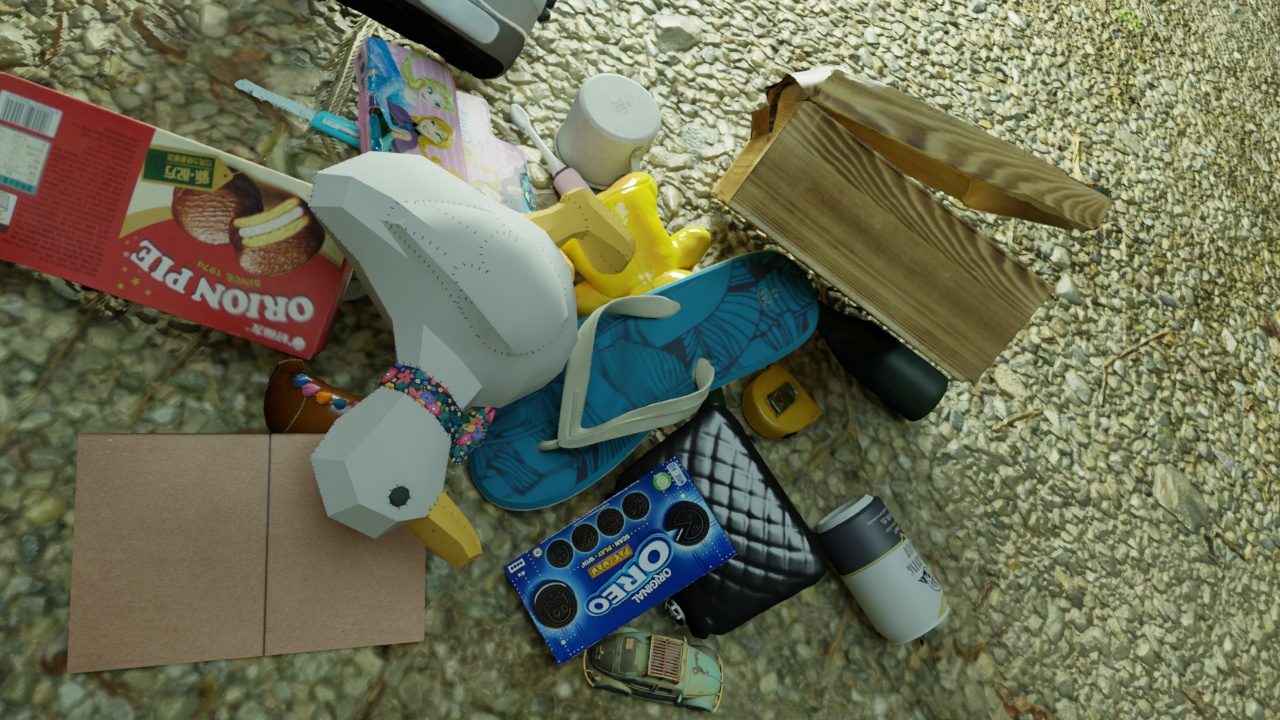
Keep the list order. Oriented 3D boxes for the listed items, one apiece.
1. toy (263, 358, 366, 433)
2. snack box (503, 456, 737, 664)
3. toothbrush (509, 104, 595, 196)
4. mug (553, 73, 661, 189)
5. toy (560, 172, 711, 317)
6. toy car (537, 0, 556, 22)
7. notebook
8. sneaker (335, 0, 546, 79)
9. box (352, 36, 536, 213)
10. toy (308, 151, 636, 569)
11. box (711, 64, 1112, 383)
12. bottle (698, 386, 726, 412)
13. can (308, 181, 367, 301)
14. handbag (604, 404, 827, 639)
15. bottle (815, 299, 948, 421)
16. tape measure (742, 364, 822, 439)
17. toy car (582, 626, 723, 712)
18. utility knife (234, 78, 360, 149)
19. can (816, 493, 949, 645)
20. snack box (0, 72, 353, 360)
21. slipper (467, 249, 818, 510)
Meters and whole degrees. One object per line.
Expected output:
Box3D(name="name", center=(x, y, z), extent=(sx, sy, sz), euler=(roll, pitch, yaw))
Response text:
Box3D(name="toy", center=(-0.208, 0.029, 0.625), extent=(0.090, 0.103, 0.070), euler=(9, 57, -14))
Box3D(name="snack box", center=(-0.014, 0.143, 0.657), extent=(0.150, 0.027, 0.082), euler=(-34, 80, 2))
Box3D(name="toothbrush", center=(-0.051, -0.142, 0.825), extent=(0.027, 0.027, 0.222), euler=(-33, 83, -27))
Box3D(name="mug", center=(-0.023, -0.198, 0.839), extent=(0.084, 0.071, 0.113), euler=(-21, 75, -32))
Box3D(name="toy", center=(0.011, -0.060, 0.757), extent=(0.134, 0.087, 0.194), euler=(-28, 88, -6))
Box3D(name="toy car", center=(-0.128, -0.338, 0.865), extent=(0.043, 0.056, 0.120), euler=(36, 59, 22))
Box3D(name="notebook", center=(-0.244, 0.118, 0.592), extent=(0.208, 0.008, 0.141), euler=(2, 84, -25))
Box3D(name="sneaker", center=(-0.189, -0.363, 0.783), extent=(0.256, 0.093, 0.160), euler=(32, 83, 2))
Box3D(name="box", center=(-0.150, -0.155, 0.755), extent=(0.159, 0.035, 0.230), euler=(11, 54, -36))
Box3D(name="toy", center=(-0.125, -0.020, 0.598), extent=(0.266, 0.141, 0.247), euler=(-46, 113, -35))
Box3D(name="box", center=(0.194, -0.141, 0.774), extent=(0.247, 0.176, 0.278), euler=(34, 13, -5))
Box3D(name="bottle", center=(0.052, -0.002, 0.807), extent=(0.025, 0.025, 0.106), euler=(-2, 68, -26))
Box3D(name="can", center=(-0.233, -0.091, 0.703), extent=(0.086, 0.043, 0.086), euler=(11, 62, -21))
Box3D(name="handbag", center=(0.051, 0.130, 0.723), extent=(0.125, 0.115, 0.153), euler=(-32, 85, -10))
Box3D(name="bottle", center=(0.207, -0.014, 0.869), extent=(0.174, 0.055, 0.055), euler=(37, 56, -3))
Box3D(name="tape measure", center=(0.121, 0.038, 0.818), extent=(0.058, 0.030, 0.068), euler=(-33, 83, -36))
Box3D(name="toy car", center=(0.015, 0.222, 0.668), extent=(0.112, 0.047, 0.047), euler=(17, 59, -15))
Box3D(name="utility knife", center=(-0.252, -0.191, 0.761), extent=(0.169, 0.015, 0.022), euler=(21, 89, -13))
Box3D(name="can", center=(0.205, 0.179, 0.769), extent=(0.064, 0.064, 0.127), euler=(-28, 80, -33))
Box3D(name="snack box", center=(-0.313, -0.092, 0.617), extent=(0.236, 0.060, 0.113), euler=(19, 93, -11))
Box3D(name="slipper", center=(-0.004, 0.004, 0.678), extent=(0.295, 0.060, 0.118), euler=(-29, 75, -1))
